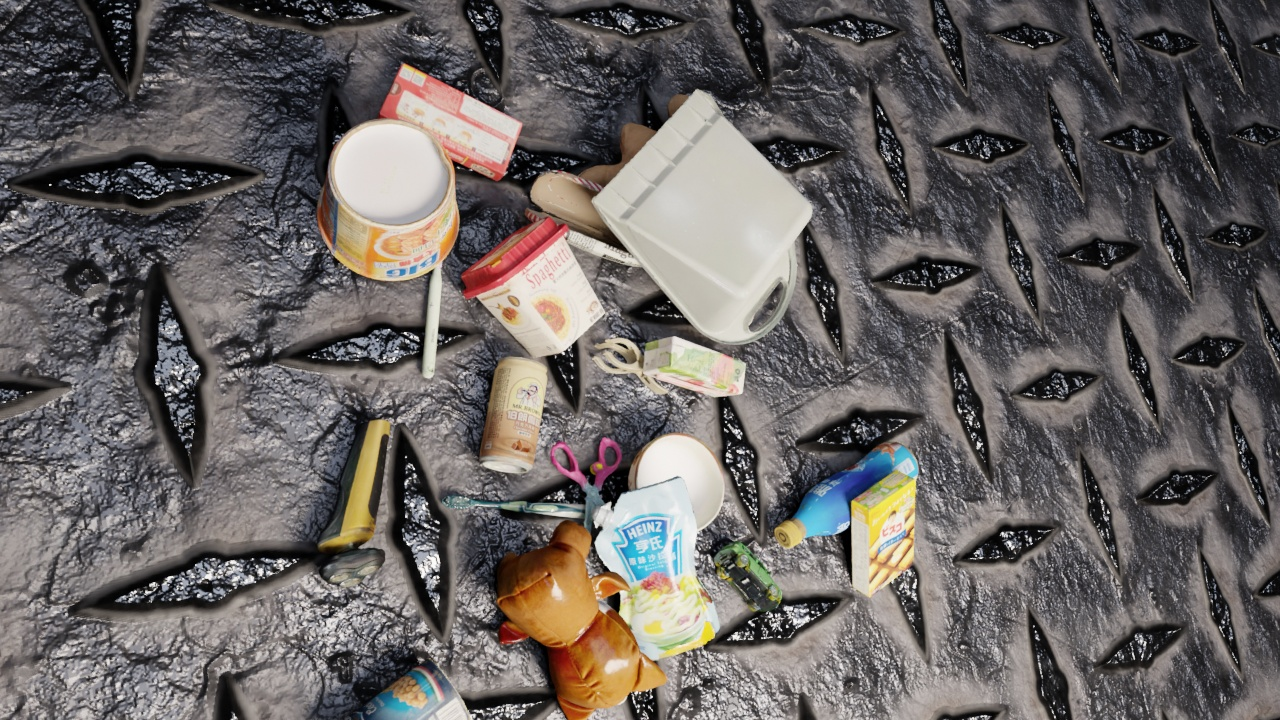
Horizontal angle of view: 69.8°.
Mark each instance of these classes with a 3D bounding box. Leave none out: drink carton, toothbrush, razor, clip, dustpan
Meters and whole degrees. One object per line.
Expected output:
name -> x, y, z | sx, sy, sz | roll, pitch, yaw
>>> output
drink carton -> 0.064, 0.011, 1.086 | 0.122, 0.054, 0.045 | 18, 70, -38
toothbrush -> -0.224, -0.072, 1.004 | 0.029, 0.020, 0.189 | 19, 66, -44
razor -> -0.274, 0.138, 0.904 | 0.067, 0.062, 0.167 | 2, 66, 7
clip -> -0.006, 0.002, 1.084 | 0.100, 0.035, 0.071 | 23, 66, -25
toothbrush -> -0.120, 0.158, 0.992 | 0.191, 0.018, 0.016 | 9, 72, -24
dustpan -> 0.092, -0.151, 1.129 | 0.258, 0.143, 0.222 | 39, 67, 2

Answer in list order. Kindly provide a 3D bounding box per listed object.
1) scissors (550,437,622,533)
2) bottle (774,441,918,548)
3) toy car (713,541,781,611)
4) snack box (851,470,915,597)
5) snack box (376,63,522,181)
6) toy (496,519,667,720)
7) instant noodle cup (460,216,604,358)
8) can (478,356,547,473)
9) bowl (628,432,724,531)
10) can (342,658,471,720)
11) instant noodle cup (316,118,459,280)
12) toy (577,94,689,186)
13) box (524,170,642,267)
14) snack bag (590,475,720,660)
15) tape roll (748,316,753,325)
scissors -> -0.061, 0.142, 1.018 | 0.113, 0.017, 0.134 | 21, 59, -19
bottle -> 0.255, 0.172, 1.147 | 0.218, 0.065, 0.065 | -26, 88, -29
toy car -> 0.127, 0.252, 1.072 | 0.091, 0.043, 0.036 | 49, 38, 3
snack box -> 0.300, 0.214, 1.135 | 0.086, 0.034, 0.140 | -26, 121, -30
snack box -> -0.218, -0.274, 1.060 | 0.153, 0.026, 0.075 | 23, 68, -19
toy -> -0.067, 0.273, 0.941 | 0.199, 0.140, 0.130 | 57, 19, -3
instant noodle cup -> -0.114, -0.076, 1.014 | 0.116, 0.117, 0.124 | -46, 109, -29
can -> -0.136, 0.059, 0.988 | 0.058, 0.059, 0.116 | 15, 70, -22
bowl -> 0.033, 0.143, 1.047 | 0.113, 0.062, 0.113 | 6, 74, -23
can -> -0.223, 0.342, 0.858 | 0.111, 0.075, 0.075 | -31, 91, -30
instant noodle cup -> -0.259, -0.171, 0.949 | 0.151, 0.112, 0.151 | 4, 75, -16
toy -> 0.024, -0.234, 1.143 | 0.225, 0.083, 0.143 | -37, 93, -25
box -> -0.057, -0.154, 1.080 | 0.162, 0.077, 0.087 | 20, 50, -22
snack bag -> 0.016, 0.226, 0.990 | 0.110, 0.038, 0.191 | -13, 103, 4
tape roll -> 0.108, -0.074, 1.171 | 0.085, 0.014, 0.085 | 7, 73, -25
